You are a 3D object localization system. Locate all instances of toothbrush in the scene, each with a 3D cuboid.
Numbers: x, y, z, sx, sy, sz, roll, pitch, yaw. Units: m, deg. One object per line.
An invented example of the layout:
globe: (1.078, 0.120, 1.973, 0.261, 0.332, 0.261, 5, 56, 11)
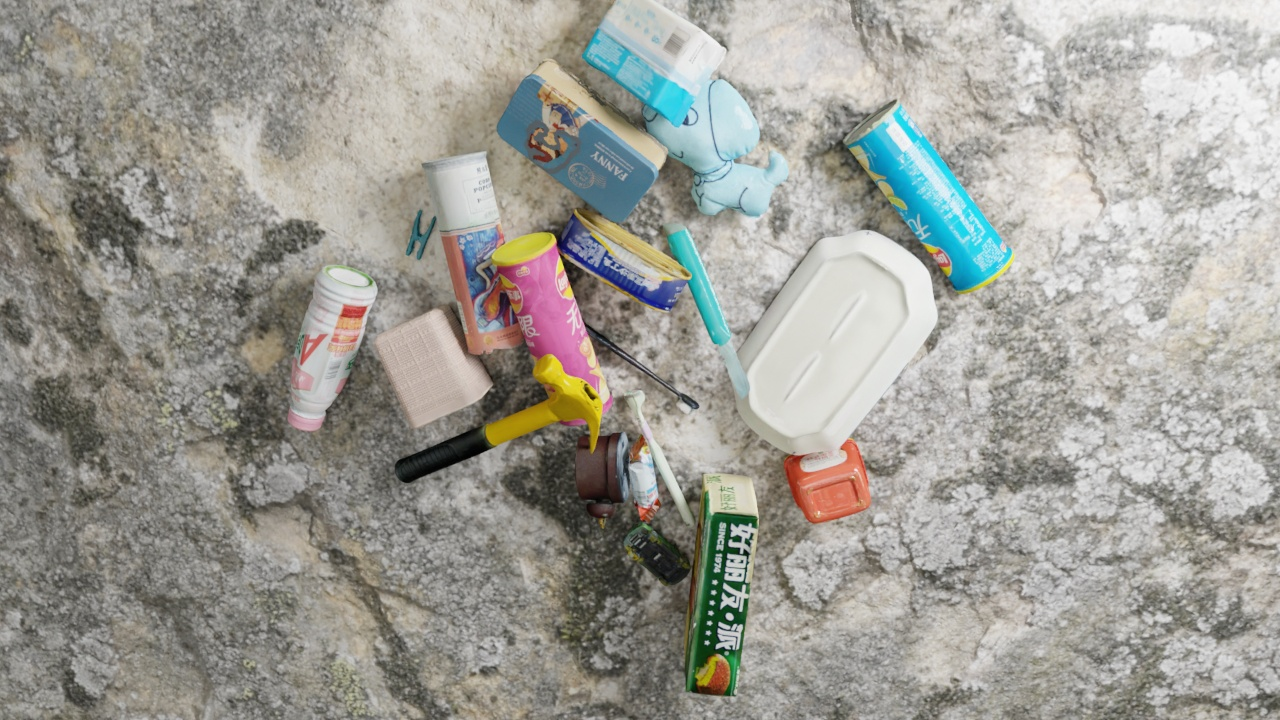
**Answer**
toothbrush: (0.026, 0.120, 1.101, 0.029, 0.020, 0.189, -12, 109, 38)
toothbrush: (-0.006, 0.006, 1.070, 0.181, 0.015, 0.018, 37, 113, -9)

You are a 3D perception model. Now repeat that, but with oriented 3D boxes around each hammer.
hammer: (-0.168, 0.086, 1.039, 0.302, 0.032, 0.129, -22, 128, 31)

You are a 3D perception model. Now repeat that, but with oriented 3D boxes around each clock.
clock: (-0.043, 0.138, 1.077, 0.055, 0.082, 0.122, -1, 105, 8)

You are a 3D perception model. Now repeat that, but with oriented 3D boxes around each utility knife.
utility knife: (0.077, -0.057, 1.029, 0.029, 0.013, 0.216, -22, 92, 16)

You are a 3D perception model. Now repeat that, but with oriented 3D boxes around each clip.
clip: (-0.250, -0.142, 1.040, 0.042, 0.014, 0.056, 24, 104, -4)

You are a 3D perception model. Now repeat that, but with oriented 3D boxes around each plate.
plate: (0.206, -0.016, 1.014, 0.162, 0.034, 0.266, 39, 107, 13)

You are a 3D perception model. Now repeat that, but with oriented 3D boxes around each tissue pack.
tissue pack: (0.012, -0.310, 0.931, 0.140, 0.063, 0.090, 41, 107, 23)

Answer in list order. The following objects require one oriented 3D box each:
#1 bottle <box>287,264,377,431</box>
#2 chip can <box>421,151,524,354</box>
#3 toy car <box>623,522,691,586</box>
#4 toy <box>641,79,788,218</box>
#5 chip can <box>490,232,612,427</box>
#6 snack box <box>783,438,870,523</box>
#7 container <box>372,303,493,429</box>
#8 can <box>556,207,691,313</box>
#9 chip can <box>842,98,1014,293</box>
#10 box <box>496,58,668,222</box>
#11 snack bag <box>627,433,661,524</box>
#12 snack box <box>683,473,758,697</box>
bottle: (-0.363, -0.010, 1.060, 0.068, 0.068, 0.197, 23, 111, -4)
chip can: (-0.182, -0.117, 1.014, 0.071, 0.071, 0.215, -9, 106, 5)
toy car: (0.021, 0.236, 1.125, 0.091, 0.036, 0.043, 43, 103, -8)
toy: (0.079, -0.232, 0.976, 0.161, 0.049, 0.156, 6, 110, 6)
chip can: (-0.094, -0.031, 1.014, 0.071, 0.071, 0.211, -16, 116, 7)
snack box: (0.219, 0.141, 1.064, 0.091, 0.080, 0.082, -18, 104, 8)
container: (-0.237, 0.003, 1.045, 0.090, 0.089, 0.111, -23, 100, 9)
can: (-0.019, -0.109, 1.004, 0.148, 0.074, 0.049, 31, 108, 1)
chip can: (0.306, -0.172, 0.973, 0.071, 0.071, 0.210, -39, 100, 12)
box: (-0.055, -0.227, 0.967, 0.184, 0.061, 0.090, 36, 132, -5)
snack bag: (0.004, 0.141, 1.085, 0.026, 0.048, 0.104, 5, 121, 24)
snack box: (0.094, 0.264, 1.090, 0.063, 0.114, 0.240, 5, 107, 0)
